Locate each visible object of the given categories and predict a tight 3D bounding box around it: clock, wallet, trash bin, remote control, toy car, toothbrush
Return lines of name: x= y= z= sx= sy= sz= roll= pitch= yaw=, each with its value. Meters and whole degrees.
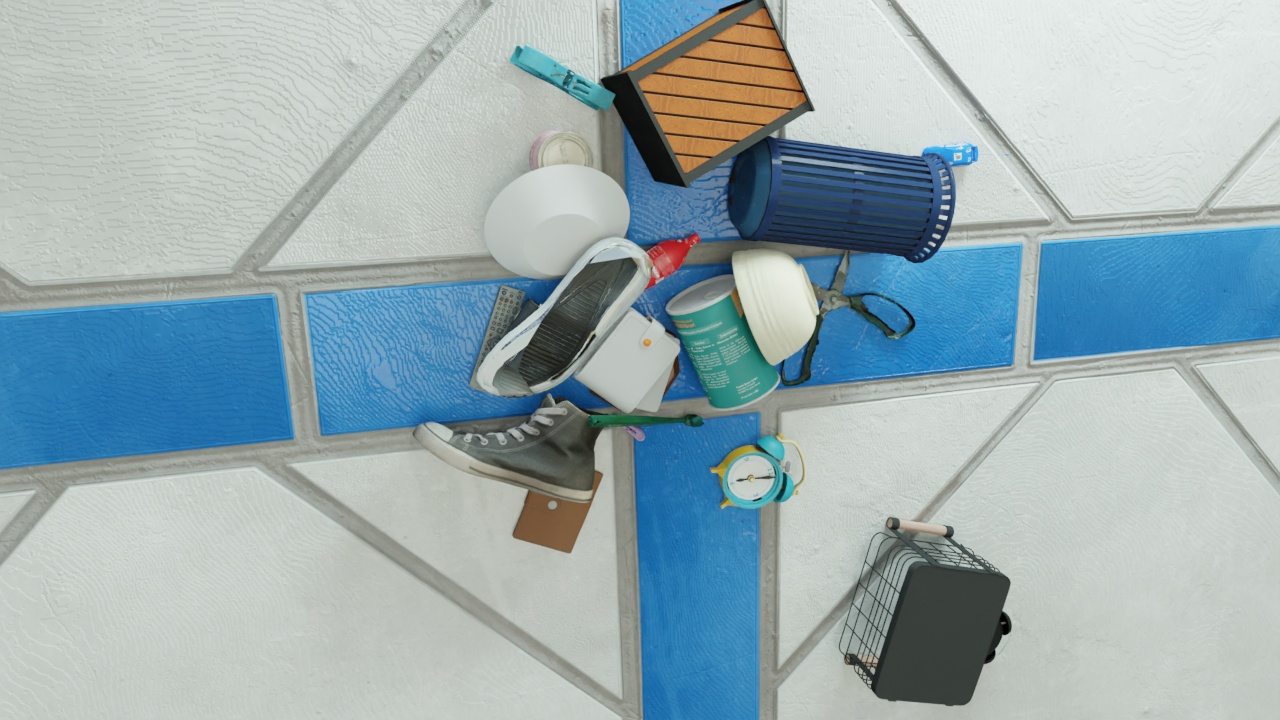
clock: x=0.165 y=0.156 z=1.265 sx=0.129 sy=0.043 sz=0.099 roll=-18 pitch=108 yaw=-2
wallet: x=-0.110 y=0.192 z=1.218 sx=0.087 sy=0.013 sz=0.121 roll=20 pitch=97 yaw=-18
wallet: x=-0.004 y=0.006 z=1.156 sx=0.115 sy=0.037 sz=0.118 roll=36 pitch=97 yaw=-20
trash bin: x=0.074 y=-0.310 z=1.068 sx=0.171 sy=0.139 sz=0.140 roll=-32 pitch=109 yaw=-5
remote control: x=-0.179 y=-0.026 z=1.144 sx=0.033 sy=0.013 sz=0.136 roll=17 pitch=100 yaw=-17
clock: x=0.525 y=0.421 z=1.424 sx=0.120 sy=0.042 sz=0.091 roll=27 pitch=96 yaw=-19
toy car: x=0.428 y=-0.269 z=1.210 sx=0.092 sy=0.062 sz=0.033 roll=-9 pitch=106 yaw=-12
trash bin: x=0.243 y=-0.202 z=1.142 sx=0.249 sy=0.139 sz=0.139 roll=4 pitch=103 yaw=-14
toothbrush: x=0.011 y=0.078 z=1.176 sx=0.189 sy=0.017 sz=0.016 roll=3 pitch=98 yaw=-41

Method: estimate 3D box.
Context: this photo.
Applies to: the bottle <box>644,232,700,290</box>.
bottle: x=0.014 y=-0.117 z=1.155 sx=0.141 sy=0.042 sz=0.042 roll=-34 pitch=110 yaw=-4

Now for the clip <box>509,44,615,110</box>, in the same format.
clip: x=-0.100 y=-0.334 z=1.080 sx=0.130 sy=0.120 sz=0.030 roll=20 pitch=96 yaw=-41

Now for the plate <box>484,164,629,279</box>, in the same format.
plate: x=-0.093 y=-0.147 z=1.073 sx=0.174 sy=0.036 sz=0.174 roll=-11 pitch=140 yaw=-9

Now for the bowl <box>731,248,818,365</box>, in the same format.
bowl: x=0.175 y=-0.077 z=1.140 sx=0.075 sy=0.150 sz=0.151 roll=-20 pitch=110 yaw=17

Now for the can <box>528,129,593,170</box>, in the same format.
can: x=-0.094 y=-0.236 z=1.078 sx=0.067 sy=0.076 sz=0.067 roll=-4 pitch=105 yaw=-14

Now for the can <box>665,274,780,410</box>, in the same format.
can: x=0.106 y=-0.023 z=1.172 sx=0.099 sy=0.099 sz=0.144 roll=-27 pitch=109 yaw=-6

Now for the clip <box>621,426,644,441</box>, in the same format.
clip: x=-0.017 y=0.087 z=1.213 sx=0.050 sy=0.029 sz=0.013 roll=35 pitch=91 yaw=-8

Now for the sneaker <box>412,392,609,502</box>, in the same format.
sneaker: x=-0.158 y=0.091 z=1.141 sx=0.234 sy=0.095 sz=0.120 roll=16 pitch=89 yaw=-8

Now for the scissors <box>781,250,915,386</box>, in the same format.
scissors: x=0.282 y=-0.047 z=1.257 sx=0.205 sy=0.015 sz=0.202 roll=14 pitch=102 yaw=-17

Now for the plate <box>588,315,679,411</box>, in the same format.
plate: x=-0.007 y=0.007 z=1.190 sx=0.131 sy=0.025 sz=0.131 roll=-3 pitch=105 yaw=-13

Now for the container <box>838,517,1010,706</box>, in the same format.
container: x=0.404 y=0.369 z=1.333 sx=0.162 sy=0.130 sz=0.241 roll=11 pitch=101 yaw=-17

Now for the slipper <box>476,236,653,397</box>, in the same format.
slipper: x=-0.095 y=-0.053 z=1.116 sx=0.111 sy=0.063 sz=0.264 roll=27 pitch=119 yaw=-38
